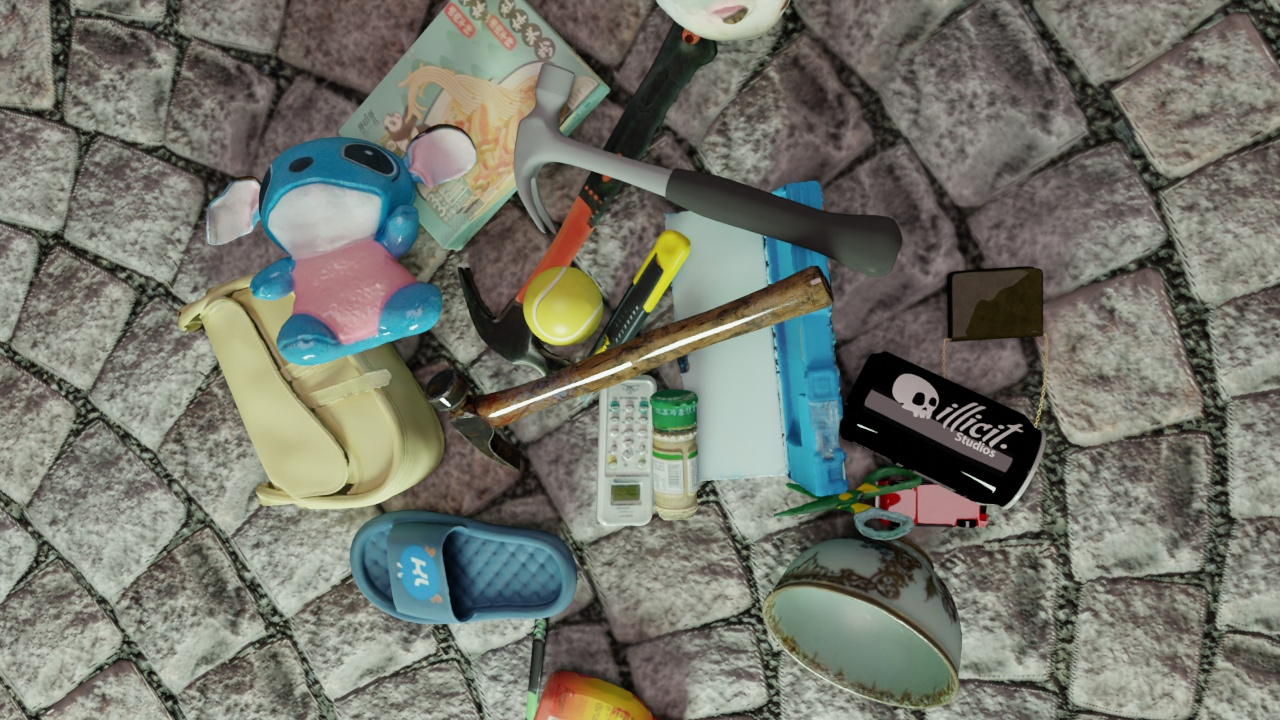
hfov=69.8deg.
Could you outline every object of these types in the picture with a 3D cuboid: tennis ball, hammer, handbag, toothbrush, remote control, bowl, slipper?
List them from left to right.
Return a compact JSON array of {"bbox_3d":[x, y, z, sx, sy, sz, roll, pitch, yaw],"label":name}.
[{"bbox_3d":[-0.292,0.025,0.805,0.191,0.088,0.233,-23,92,11],"label":"handbag"},{"bbox_3d":[-0.161,0.190,0.809,0.214,0.059,0.104,2,98,13],"label":"slipper"},{"bbox_3d":[-0.092,0.252,0.833,0.014,0.017,0.188,9,97,15],"label":"toothbrush"},{"bbox_3d":[-0.063,-0.044,0.750,0.065,0.065,0.065,1,94,7],"label":"tennis ball"},{"bbox_3d":[-0.036,-0.146,0.790,0.133,0.033,0.333,33,96,4],"label":"hammer"},{"bbox_3d":[-0.013,0.078,0.804,0.050,0.022,0.133,1,95,-14],"label":"remote control"},{"bbox_3d":[-0.004,0.004,0.731,0.331,0.033,0.120,-21,134,20],"label":"hammer"},{"bbox_3d":[0.043,-0.125,0.700,0.311,0.029,0.125,21,101,14],"label":"hammer"},{"bbox_3d":[0.189,0.197,0.746,0.160,0.160,0.093,33,56,3],"label":"bowl"},{"bbox_3d":[0.296,0.012,0.768,0.084,0.027,0.178,-3,99,9],"label":"handbag"}]

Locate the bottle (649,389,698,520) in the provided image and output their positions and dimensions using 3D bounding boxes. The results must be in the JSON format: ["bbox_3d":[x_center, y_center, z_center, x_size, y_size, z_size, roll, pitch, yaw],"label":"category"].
[{"bbox_3d":[0.030,0.081,0.788,0.043,0.042,0.110,-1,102,7],"label":"bottle"}]

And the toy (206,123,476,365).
[{"bbox_3d":[-0.226,-0.098,0.736,0.224,0.099,0.191,-18,76,-4],"label":"toy"}]

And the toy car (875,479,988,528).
[{"bbox_3d":[0.246,0.121,0.778,0.089,0.025,0.038,0,91,5],"label":"toy car"}]

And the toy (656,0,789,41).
[{"bbox_3d":[0.051,-0.329,0.733,0.138,0.102,0.179,-42,70,-17],"label":"toy"}]

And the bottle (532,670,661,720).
[{"bbox_3d":[-0.027,0.327,0.814,0.134,0.048,0.071,20,97,5],"label":"bottle"}]

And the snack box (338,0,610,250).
[{"bbox_3d":[-0.143,-0.211,0.780,0.194,0.044,0.141,-44,85,13],"label":"snack box"}]

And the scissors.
[{"bbox_3d":[0.169,0.121,0.751,0.131,0.112,0.012,-15,117,8],"label":"scissors"}]

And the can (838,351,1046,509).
[{"bbox_3d":[0.239,0.056,0.739,0.146,0.080,0.080,26,97,10],"label":"can"}]

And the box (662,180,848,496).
[{"bbox_3d":[0.092,-0.014,0.755,0.113,0.114,0.243,-6,93,-6],"label":"box"}]

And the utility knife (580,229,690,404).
[{"bbox_3d":[-0.011,-0.035,0.790,0.029,0.020,0.174,39,109,21],"label":"utility knife"}]
